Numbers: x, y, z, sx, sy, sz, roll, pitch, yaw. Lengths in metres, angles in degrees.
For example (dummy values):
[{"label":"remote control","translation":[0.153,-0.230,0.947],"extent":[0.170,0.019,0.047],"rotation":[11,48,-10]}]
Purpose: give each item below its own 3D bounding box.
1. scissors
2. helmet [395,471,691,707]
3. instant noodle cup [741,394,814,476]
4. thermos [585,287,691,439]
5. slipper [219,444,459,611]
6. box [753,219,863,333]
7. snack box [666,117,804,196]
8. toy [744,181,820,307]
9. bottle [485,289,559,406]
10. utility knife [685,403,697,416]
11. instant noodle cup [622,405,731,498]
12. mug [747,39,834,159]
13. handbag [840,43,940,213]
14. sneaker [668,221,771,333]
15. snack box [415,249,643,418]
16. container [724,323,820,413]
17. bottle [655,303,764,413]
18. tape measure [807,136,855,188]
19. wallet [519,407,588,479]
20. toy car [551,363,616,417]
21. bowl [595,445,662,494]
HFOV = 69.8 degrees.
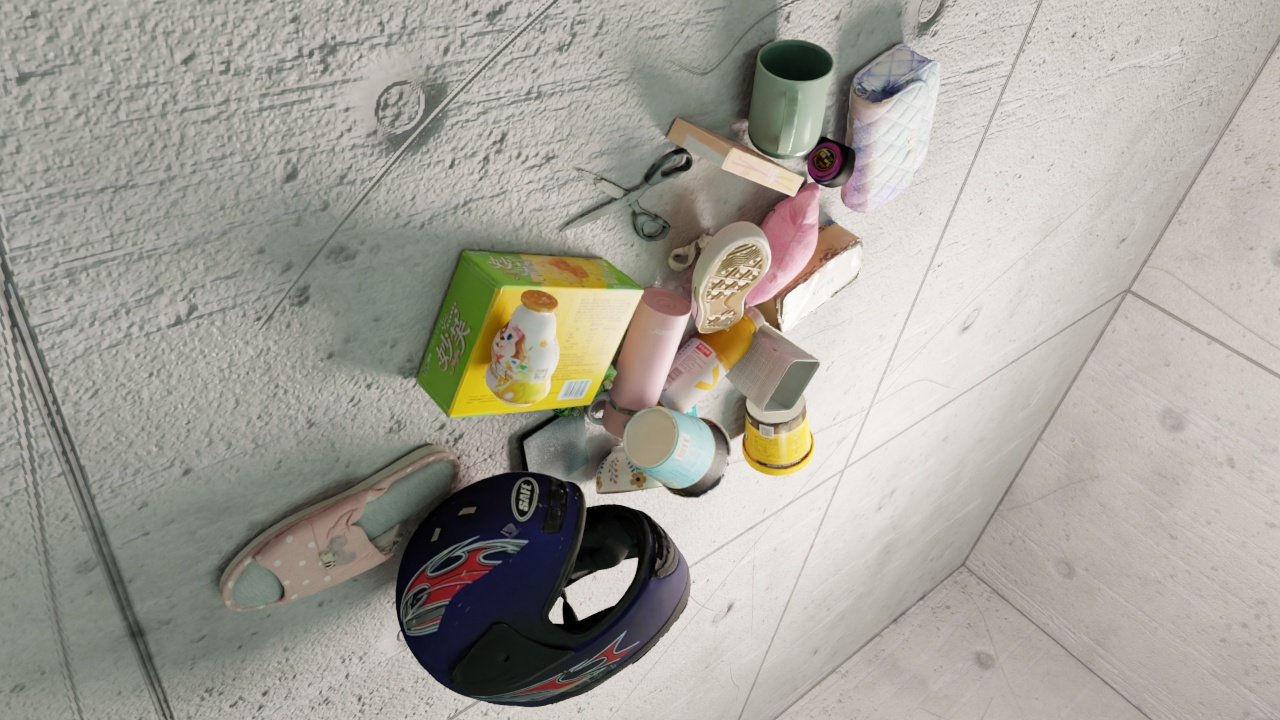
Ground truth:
[{"label":"scissors","translation":[-0.011,-0.172,0.985],"extent":[0.181,0.014,0.159],"rotation":[-37,145,-13]},{"label":"helmet","translation":[-0.129,0.243,1.047],"extent":[0.316,0.246,0.240],"rotation":[-29,120,14]},{"label":"instant noodle cup","translation":[0.219,0.105,1.472],"extent":[0.118,0.118,0.115],"rotation":[-34,139,-22]},{"label":"thermos","translation":[-0.007,0.007,1.141],"extent":[0.087,0.067,0.199],"rotation":[9,124,-18]},{"label":"slipper","translation":[-0.304,0.183,0.969],"extent":[0.273,0.054,0.114],"rotation":[-31,144,-28]},{"label":"box","translation":[0.231,-0.115,1.294],"extent":[0.184,0.064,0.090],"rotation":[-33,144,-20]},{"label":"snack box","translation":[0.106,-0.221,1.004],"extent":[0.157,0.084,0.026],"rotation":[3,119,-52]},{"label":"toy","translation":[0.177,-0.139,1.157],"extent":[0.179,0.074,0.194],"rotation":[-64,177,21]},{"label":"bottle","translation":[-0.106,-0.012,0.856],"extent":[0.063,0.063,0.109],"rotation":[-13,134,-43]},{"label":"utility knife","translation":[0.083,0.110,1.401],"extent":[0.029,0.013,0.196],"rotation":[-38,147,-17]},{"label":"instant noodle cup","translation":[0.039,0.108,1.148],"extent":[0.111,0.111,0.120],"rotation":[-52,144,6]},{"label":"mug","translation":[0.160,-0.272,0.996],"extent":[0.106,0.082,0.111],"rotation":[94,4,-49]},{"label":"handbag","translation":[0.322,-0.299,1.190],"extent":[0.134,0.075,0.194],"rotation":[-37,146,-18]},{"label":"sneaker","translation":[0.093,-0.114,1.104],"extent":[0.118,0.087,0.241],"rotation":[-17,162,-8]},{"label":"snack box","translation":[-0.112,-0.028,0.960],"extent":[0.209,0.070,0.158],"rotation":[-3,126,-49]},{"label":"container","translation":[0.174,0.004,1.301],"extent":[0.090,0.114,0.090],"rotation":[1,123,-51]},{"label":"bottle","translation":[0.089,-0.002,1.234],"extent":[0.189,0.068,0.068],"rotation":[-43,148,-9]},{"label":"tape measure","translation":[0.243,-0.249,1.166],"extent":[0.039,0.057,0.058],"rotation":[10,108,-55]},{"label":"wallet","translation":[-0.109,0.115,1.171],"extent":[0.097,0.019,0.121],"rotation":[-32,144,-28]},{"label":"toy car","translation":[-0.071,0.030,1.098],"extent":[0.091,0.043,0.036],"rotation":[-46,134,-20]},{"label":"bowl","translation":[-0.008,0.146,1.264],"extent":[0.113,0.114,0.062],"rotation":[-2,83,-50]}]
